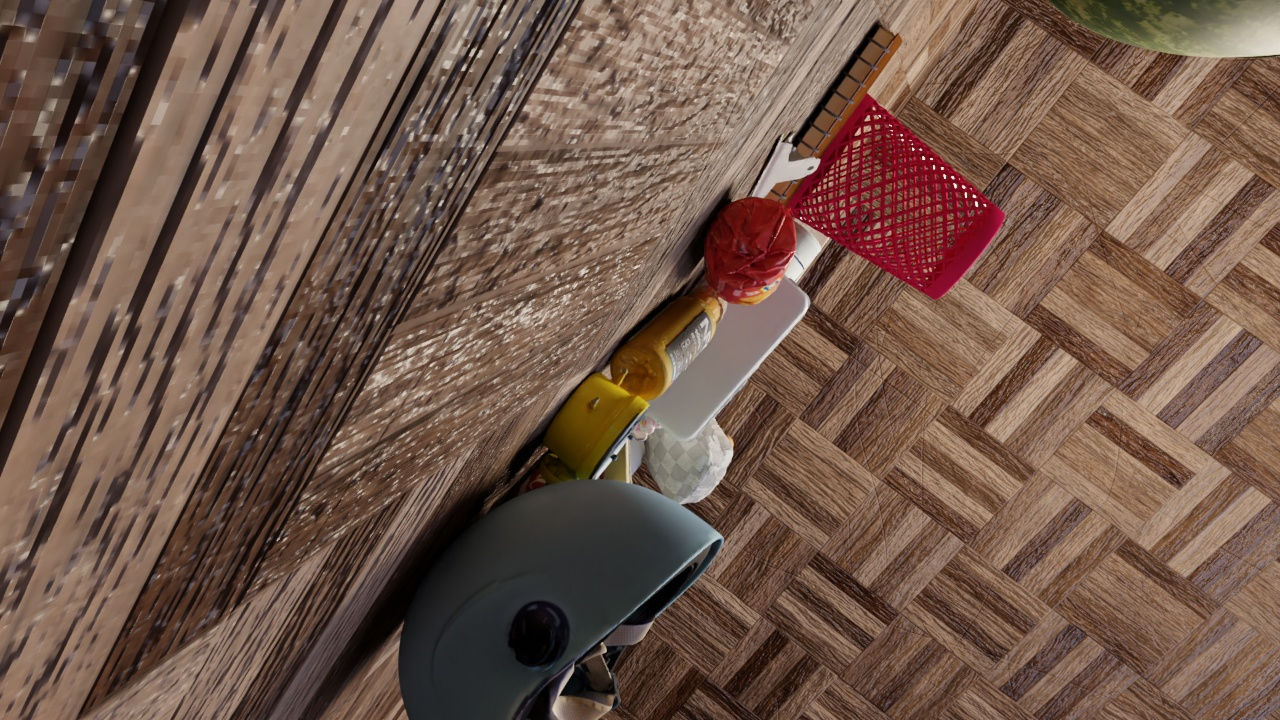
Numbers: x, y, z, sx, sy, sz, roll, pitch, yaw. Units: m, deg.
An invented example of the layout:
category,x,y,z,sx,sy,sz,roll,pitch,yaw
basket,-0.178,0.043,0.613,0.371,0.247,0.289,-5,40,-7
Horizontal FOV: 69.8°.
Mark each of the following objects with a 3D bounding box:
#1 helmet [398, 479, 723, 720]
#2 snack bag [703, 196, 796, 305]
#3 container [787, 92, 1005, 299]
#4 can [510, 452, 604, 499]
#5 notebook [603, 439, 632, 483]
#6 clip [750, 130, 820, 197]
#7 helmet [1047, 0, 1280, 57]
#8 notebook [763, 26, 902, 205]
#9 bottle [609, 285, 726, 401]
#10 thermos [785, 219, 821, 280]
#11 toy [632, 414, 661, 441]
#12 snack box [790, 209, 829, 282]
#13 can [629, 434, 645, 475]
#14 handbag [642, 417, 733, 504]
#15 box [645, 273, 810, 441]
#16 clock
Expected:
category,x,y,z,sx,sy,sz,roll,pitch,yaw
helmet,-0.067,0.184,0.677,0.266,0.167,0.225,-43,166,5
snack bag,0.092,-0.094,0.790,0.082,0.082,0.176,-53,175,0
container,0.302,-0.190,1.101,0.183,0.226,0.183,-52,174,-7
can,-0.075,0.115,0.814,0.054,0.054,0.096,-57,173,37
notebook,-0.071,0.149,0.905,0.182,0.010,0.252,-48,-169,10
clip,0.130,-0.175,0.819,0.054,0.038,0.102,-37,170,-20
helmet,0.326,-0.304,0.533,0.244,0.247,0.213,15,-98,53
notebook,0.185,-0.232,0.930,0.226,0.024,0.167,-55,175,23
bottle,0.033,-0.023,0.834,0.053,0.053,0.185,-56,173,32
thermos,0.135,-0.079,1.181,0.230,0.068,0.068,-48,174,0
toy,0.016,0.047,1.046,0.125,0.076,0.037,-45,152,-51
snack box,0.177,-0.118,1.288,0.208,0.057,0.104,-54,-171,16
can,-0.043,0.126,1.084,0.127,0.064,0.064,-47,172,-44
handbag,0.056,0.095,1.145,0.123,0.171,0.113,9,127,-40
box,0.082,-0.013,0.948,0.216,0.110,0.107,-54,138,-3
clock,-0.041,0.063,0.746,0.119,0.057,0.083,-57,173,38
